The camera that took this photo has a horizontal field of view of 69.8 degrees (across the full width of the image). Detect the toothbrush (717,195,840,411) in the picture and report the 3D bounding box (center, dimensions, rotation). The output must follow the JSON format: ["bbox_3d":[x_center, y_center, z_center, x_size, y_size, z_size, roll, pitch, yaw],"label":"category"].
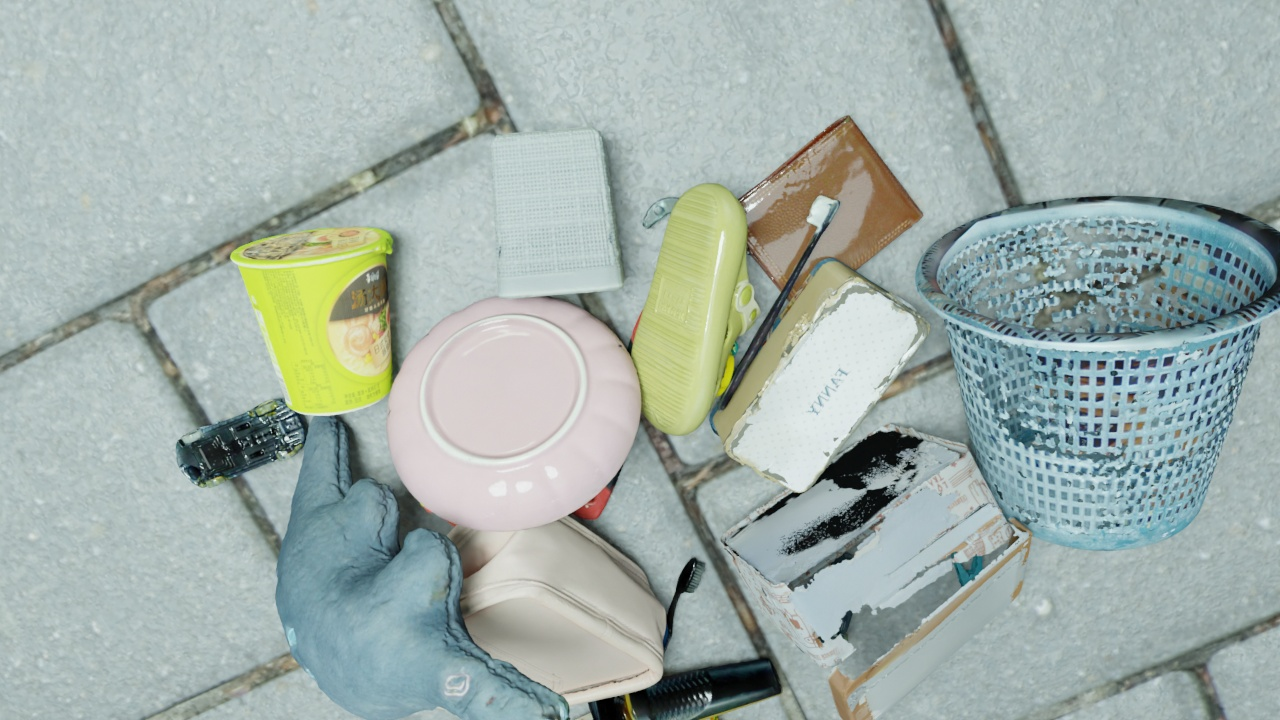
[{"bbox_3d":[0.100,-0.041,0.692,0.018,0.015,0.181,25,100,-7],"label":"toothbrush"}]

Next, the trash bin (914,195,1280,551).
[{"bbox_3d":[0.316,0.016,0.645,0.226,0.226,0.195,-11,118,2],"label":"trash bin"}]

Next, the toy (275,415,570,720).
[{"bbox_3d":[-0.179,0.162,0.627,0.138,0.356,0.091,-56,138,-2],"label":"toy"}]

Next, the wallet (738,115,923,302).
[{"bbox_3d":[0.139,-0.110,0.702,0.125,0.032,0.101,-39,103,9],"label":"wallet"}]

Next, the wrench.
[{"bbox_3d":[-0.004,0.004,0.733,0.056,0.016,0.274,16,102,-6],"label":"wrench"}]

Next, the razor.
[{"bbox_3d":[0.040,0.286,0.775,0.167,0.062,0.068,-10,139,-10],"label":"razor"}]

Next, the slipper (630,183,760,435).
[{"bbox_3d":[0.053,-0.034,0.678,0.081,0.091,0.191,0,112,-30],"label":"slipper"}]

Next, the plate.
[{"bbox_3d":[-0.096,0.027,0.669,0.192,0.039,0.192,-3,62,5],"label":"plate"}]

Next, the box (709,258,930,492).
[{"bbox_3d":[0.130,0.018,0.703,0.089,0.061,0.184,31,108,-18],"label":"box"}]

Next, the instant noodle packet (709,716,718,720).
[{"bbox_3d":[0.096,0.375,0.803,0.128,0.044,0.111,22,95,-8],"label":"instant noodle packet"}]

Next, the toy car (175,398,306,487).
[{"bbox_3d":[-0.321,0.066,0.741,0.105,0.031,0.049,-21,101,3],"label":"toy car"}]

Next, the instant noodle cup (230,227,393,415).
[{"bbox_3d":[-0.234,-0.028,0.688,0.112,0.111,0.123,-4,111,1],"label":"instant noodle cup"}]

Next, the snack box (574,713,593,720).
[{"bbox_3d":[-0.061,0.366,0.772,0.094,0.092,0.077,-27,100,13],"label":"snack box"}]

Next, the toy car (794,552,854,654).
[{"bbox_3d":[0.158,0.204,0.769,0.043,0.034,0.090,18,88,2],"label":"toy car"}]

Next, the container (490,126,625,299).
[{"bbox_3d":[-0.061,-0.108,0.673,0.090,0.090,0.114,-5,100,1],"label":"container"}]

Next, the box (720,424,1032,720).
[{"bbox_3d":[0.195,0.173,0.688,0.182,0.153,0.178,-33,103,-8],"label":"box"}]

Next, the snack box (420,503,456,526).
[{"bbox_3d":[-0.117,0.096,0.725,0.091,0.082,0.080,-36,110,9],"label":"snack box"}]

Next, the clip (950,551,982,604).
[{"bbox_3d":[0.278,0.179,0.774,0.040,0.014,0.056,-15,103,4],"label":"clip"}]

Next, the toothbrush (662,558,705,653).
[{"bbox_3d":[0.017,0.254,0.792,0.016,0.014,0.190,13,105,-29],"label":"toothbrush"}]

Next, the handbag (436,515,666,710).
[{"bbox_3d":[-0.115,0.221,0.731,0.235,0.093,0.193,-33,129,21],"label":"handbag"}]
